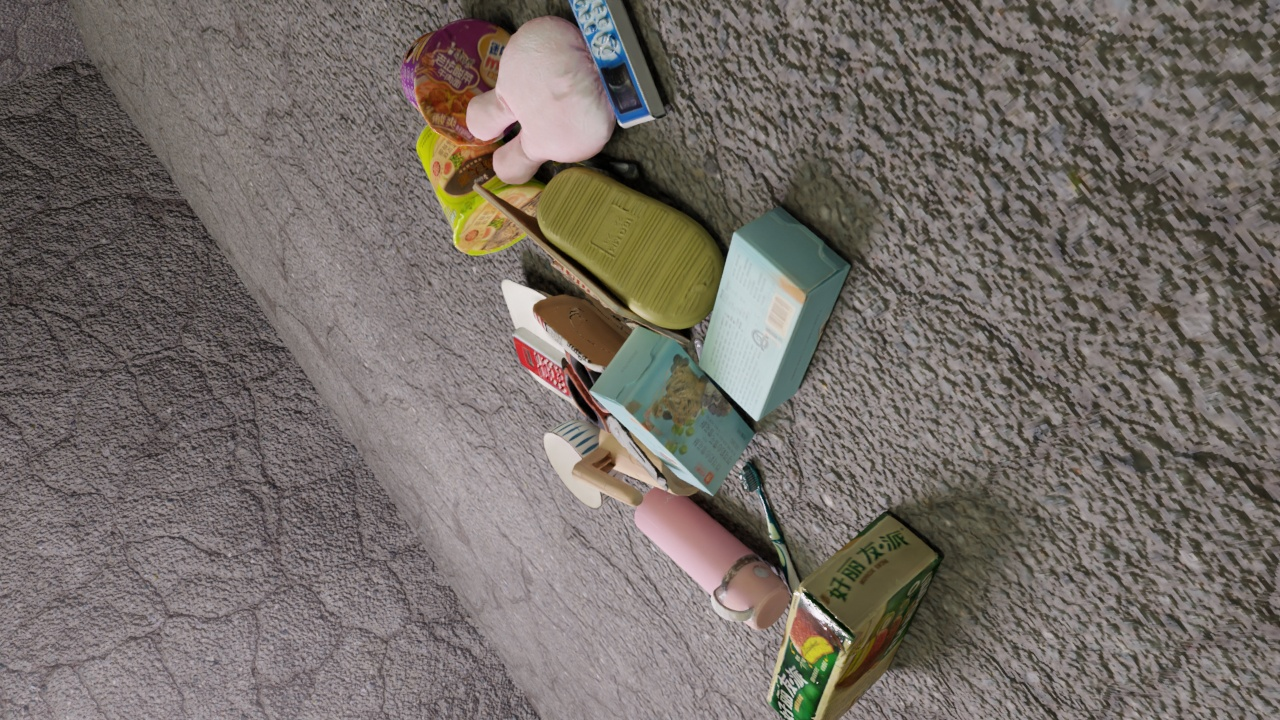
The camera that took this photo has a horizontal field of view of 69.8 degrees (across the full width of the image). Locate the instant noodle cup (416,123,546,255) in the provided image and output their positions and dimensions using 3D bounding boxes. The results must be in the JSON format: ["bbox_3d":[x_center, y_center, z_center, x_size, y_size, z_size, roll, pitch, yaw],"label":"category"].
[{"bbox_3d":[-0.171,-0.191,0.953,0.123,0.111,0.112,56,155,18],"label":"instant noodle cup"}]

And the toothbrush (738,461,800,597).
[{"bbox_3d":[0.137,0.185,0.940,0.016,0.018,0.192,13,130,57],"label":"toothbrush"}]

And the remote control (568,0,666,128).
[{"bbox_3d":[-0.020,-0.244,0.714,0.049,0.024,0.125,8,125,57],"label":"remote control"}]

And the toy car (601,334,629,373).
[{"bbox_3d":[-0.006,0.005,0.940,0.122,0.056,0.037,24,133,48],"label":"toy car"}]

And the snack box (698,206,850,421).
[{"bbox_3d":[0.100,-0.032,0.720,0.074,0.051,0.175,46,151,23],"label":"snack box"}]

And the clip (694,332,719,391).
[{"bbox_3d":[0.066,0.000,0.856,0.026,0.038,0.058,26,142,49],"label":"clip"}]

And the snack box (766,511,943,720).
[{"bbox_3d":[0.184,0.246,0.819,0.063,0.114,0.241,41,150,31],"label":"snack box"}]

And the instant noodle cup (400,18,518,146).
[{"bbox_3d":[-0.175,-0.267,0.871,0.099,0.111,0.112,35,147,53],"label":"instant noodle cup"}]

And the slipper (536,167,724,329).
[{"bbox_3d":[-0.003,-0.101,0.805,0.190,0.092,0.081,36,-171,18],"label":"slipper"}]

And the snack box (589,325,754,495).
[{"bbox_3d":[0.033,0.049,0.830,0.052,0.074,0.175,23,163,44],"label":"snack box"}]

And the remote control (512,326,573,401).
[{"bbox_3d":[-0.103,0.007,1.070,0.136,0.020,0.056,32,144,40],"label":"remote control"}]

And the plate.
[{"bbox_3d":[-0.096,-0.020,1.089,0.164,0.034,0.164,30,144,41],"label":"plate"}]

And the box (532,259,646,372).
[{"bbox_3d":[-0.055,-0.036,0.932,0.163,0.087,0.076,37,179,44],"label":"box"}]

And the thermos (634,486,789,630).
[{"bbox_3d":[0.069,0.215,1.003,0.198,0.087,0.067,38,126,42],"label":"thermos"}]

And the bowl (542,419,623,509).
[{"bbox_3d":[-0.062,0.121,1.156,0.116,0.066,0.117,40,150,28],"label":"bowl"}]

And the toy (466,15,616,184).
[{"bbox_3d":[-0.088,-0.220,0.793,0.160,0.054,0.121,-22,102,41],"label":"toy"}]

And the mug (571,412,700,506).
[{"bbox_3d":[0.005,0.099,0.951,0.104,0.124,0.084,16,133,51],"label":"mug"}]

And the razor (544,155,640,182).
[{"bbox_3d":[-0.048,-0.185,0.837,0.143,0.022,0.043,27,98,40],"label":"razor"}]

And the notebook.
[{"bbox_3d":[-0.055,-0.090,0.869,0.207,0.008,0.147,42,-170,28],"label":"notebook"}]

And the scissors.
[{"bbox_3d":[-0.029,0.049,0.916,0.209,0.015,0.185,-7,101,67],"label":"scissors"}]
